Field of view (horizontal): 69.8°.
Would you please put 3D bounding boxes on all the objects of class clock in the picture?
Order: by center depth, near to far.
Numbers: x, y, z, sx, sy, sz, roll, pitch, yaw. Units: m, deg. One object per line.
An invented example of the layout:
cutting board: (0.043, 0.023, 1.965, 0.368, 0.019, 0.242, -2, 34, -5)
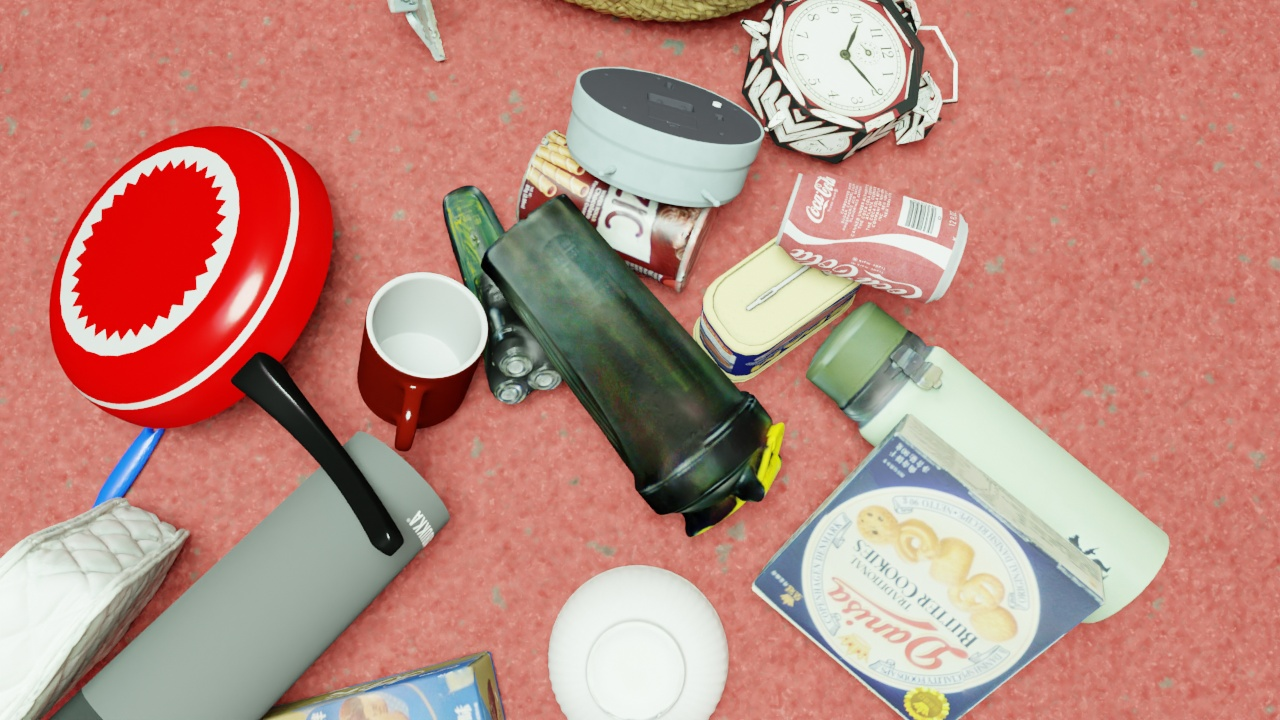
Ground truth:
clock: (0.014, -0.151, 0.597, 0.122, 0.159, 0.045, 13, 121, -8)
clock: (0.145, -0.195, 0.628, 0.154, 0.065, 0.114, -8, 79, -15)

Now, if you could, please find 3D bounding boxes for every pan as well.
pan: (-0.252, -0.015, 0.565, 0.209, 0.067, 0.356, -46, 60, 1)

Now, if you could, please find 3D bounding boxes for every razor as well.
razor: (-0.096, -0.047, 0.610, 0.054, 0.067, 0.151, -21, 87, 0)

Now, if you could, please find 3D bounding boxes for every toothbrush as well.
toothbrush: (-0.376, 0.117, 0.625, 0.016, 0.018, 0.182, 28, 80, 11)

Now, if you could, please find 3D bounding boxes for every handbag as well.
handbag: (-0.344, 0.151, 0.523, 0.072, 0.195, 0.138, 36, 82, -11)

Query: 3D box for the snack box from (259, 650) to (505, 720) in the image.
snack box: (-0.147, 0.300, 0.555, 0.155, 0.069, 0.202, -15, 80, 1)

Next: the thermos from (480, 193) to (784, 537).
thermos: (-0.003, 0.003, 0.570, 0.098, 0.098, 0.221, -39, 93, -4)

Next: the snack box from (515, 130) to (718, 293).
snack box: (-0.015, -0.101, 0.617, 0.121, 0.072, 0.072, 23, 82, 6)

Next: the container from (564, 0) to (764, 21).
container: (-0.010, -0.347, 0.547, 0.307, 0.307, 0.196, 17, 85, 5)

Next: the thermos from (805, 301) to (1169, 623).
thermos: (0.210, 0.057, 0.575, 0.231, 0.082, 0.082, 42, 84, 8)

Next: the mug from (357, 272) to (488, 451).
mug: (-0.142, 0.010, 0.581, 0.073, 0.083, 0.105, 11, 61, -15)

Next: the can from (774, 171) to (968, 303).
can: (0.129, -0.071, 0.519, 0.096, 0.054, 0.054, 19, 82, 5)

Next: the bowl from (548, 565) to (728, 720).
bowl: (-0.002, 0.189, 0.572, 0.118, 0.062, 0.118, 0, 80, 2)

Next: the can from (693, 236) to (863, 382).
can: (0.091, -0.041, 0.591, 0.116, 0.092, 0.056, -35, 81, -4)

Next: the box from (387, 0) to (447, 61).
box: (-0.177, -0.321, 0.627, 0.040, 0.135, 0.197, -14, 80, -8)

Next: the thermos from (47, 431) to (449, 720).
thermos: (-0.226, 0.154, 0.536, 0.082, 0.082, 0.239, 39, 63, 8)

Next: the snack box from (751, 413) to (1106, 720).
snack box: (0.168, 0.132, 0.551, 0.144, 0.042, 0.145, 40, 116, 8)
